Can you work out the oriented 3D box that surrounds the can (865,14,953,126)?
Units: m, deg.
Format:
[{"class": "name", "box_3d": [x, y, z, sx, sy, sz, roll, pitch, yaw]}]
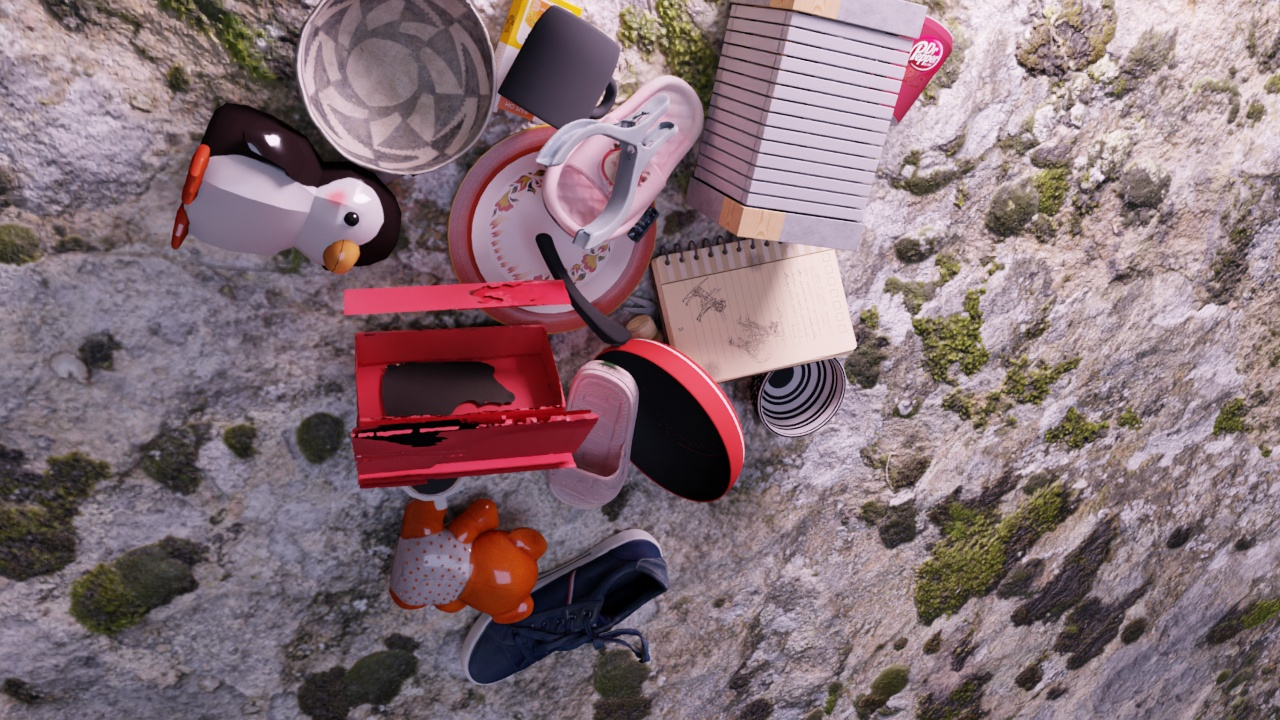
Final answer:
[{"class": "can", "box_3d": [0.293, -0.323, 1.025, 0.063, 0.063, 0.114, 31, 100, -29]}]

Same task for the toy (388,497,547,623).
[{"class": "toy", "box_3d": [-0.204, 0.240, 1.088, 0.172, 0.092, 0.164, 12, 106, -12]}]

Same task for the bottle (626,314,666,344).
[{"class": "bottle", "box_3d": [0.036, 0.016, 1.086, 0.059, 0.059, 0.166, -35, 119, -3]}]

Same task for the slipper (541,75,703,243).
[{"class": "slipper", "box_3d": [-0.009, -0.206, 0.939, 0.221, 0.056, 0.107, -49, 113, -21]}]

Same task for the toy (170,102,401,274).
[{"class": "toy", "box_3d": [-0.312, -0.153, 0.846, 0.184, 0.140, 0.160, 18, 144, -25]}]

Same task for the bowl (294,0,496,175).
[{"class": "bowl", "box_3d": [-0.228, -0.264, 0.847, 0.178, 0.081, 0.178, -9, 110, -24]}]

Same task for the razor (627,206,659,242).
[{"class": "razor", "box_3d": [-0.041, -0.177, 0.964, 0.144, 0.022, 0.043, 34, 97, -29]}]

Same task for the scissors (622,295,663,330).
[{"class": "scissors", "box_3d": [0.054, -0.052, 1.085, 0.148, 0.019, 0.123, -21, 123, -4]}]

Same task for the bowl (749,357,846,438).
[{"class": "bowl", "box_3d": [0.187, 0.029, 1.143, 0.120, 0.066, 0.120, -8, 116, -17]}]

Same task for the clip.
[{"class": "clip", "box_3d": [-0.038, -0.204, 0.848, 0.173, 0.030, 0.159, -57, 142, -11]}]

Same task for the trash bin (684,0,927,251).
[{"class": "trash bin", "box_3d": [0.163, -0.259, 0.960, 0.142, 0.142, 0.247, 4, 112, -22]}]

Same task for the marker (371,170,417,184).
[{"class": "marker", "box_3d": [-0.262, -0.178, 0.912, 0.138, 0.016, 0.022, -26, 125, -6]}]

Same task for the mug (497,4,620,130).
[{"class": "mug", "box_3d": [-0.063, -0.265, 0.867, 0.121, 0.085, 0.094, 16, 109, -55]}]

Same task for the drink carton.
[{"class": "drink carton", "box_3d": [-0.110, -0.297, 0.900, 0.058, 0.040, 0.123, 16, 107, -26]}]

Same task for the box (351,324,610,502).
[{"class": "box", "box_3d": [-0.166, 0.066, 0.883, 0.210, 0.318, 0.121, -3, 112, -15]}]

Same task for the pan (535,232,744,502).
[{"class": "pan", "box_3d": [-0.006, 0.006, 1.006, 0.067, 0.209, 0.356, -40, 112, -31]}]

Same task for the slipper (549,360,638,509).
[{"class": "slipper", "box_3d": [-0.059, 0.103, 1.029, 0.094, 0.064, 0.240, 23, 135, 7]}]

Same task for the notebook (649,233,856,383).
[{"class": "notebook", "box_3d": [0.132, -0.068, 1.065, 0.225, 0.024, 0.167, -12, 89, -15]}]

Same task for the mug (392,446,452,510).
[{"class": "mug", "box_3d": [-0.231, 0.112, 1.012, 0.073, 0.089, 0.105, -14, 117, -15]}]

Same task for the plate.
[{"class": "plate", "box_3d": [-0.093, -0.139, 0.989, 0.229, 0.021, 0.230, -8, 116, -17]}]

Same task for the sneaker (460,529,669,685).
[{"class": "sneaker", "box_3d": [-0.087, 0.336, 1.150, 0.294, 0.127, 0.121, -31, 119, -3]}]
